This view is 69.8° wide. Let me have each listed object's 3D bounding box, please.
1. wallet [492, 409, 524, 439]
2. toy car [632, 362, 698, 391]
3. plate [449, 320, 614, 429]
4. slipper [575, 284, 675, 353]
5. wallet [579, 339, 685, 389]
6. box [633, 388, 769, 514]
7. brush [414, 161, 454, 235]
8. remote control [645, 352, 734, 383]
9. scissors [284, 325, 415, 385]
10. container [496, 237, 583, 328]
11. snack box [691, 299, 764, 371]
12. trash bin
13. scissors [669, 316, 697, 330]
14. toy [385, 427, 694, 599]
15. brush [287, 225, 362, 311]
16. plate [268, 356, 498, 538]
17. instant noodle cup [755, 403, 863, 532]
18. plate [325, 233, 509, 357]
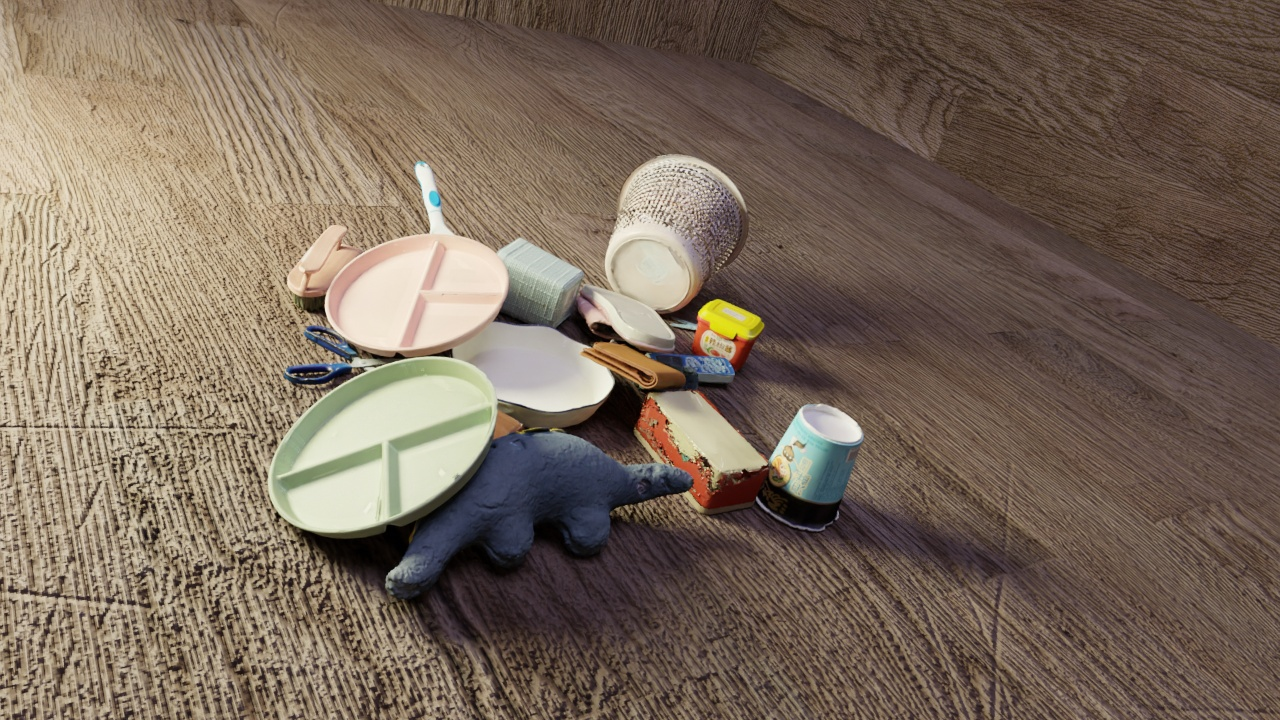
[{"bbox_3d":[-0.204,0.078,1.016,0.124,0.032,0.101,27,33,18],"label":"wallet"},{"bbox_3d":[0.033,0.024,1.237,0.090,0.043,0.034,9,-5,-6],"label":"toy car"},{"bbox_3d":[-0.137,0.019,1.144,0.205,0.046,0.204,13,28,-7],"label":"plate"},{"bbox_3d":[-0.025,-0.052,1.306,0.114,0.054,0.274,15,13,-23],"label":"slipper"},{"bbox_3d":[-0.007,0.007,1.154,0.108,0.031,0.131,26,6,16],"label":"wallet"},{"bbox_3d":[0.071,0.097,1.087,0.091,0.077,0.168,-3,34,-35],"label":"box"},{"bbox_3d":[-0.296,-0.183,1.344,0.060,0.110,0.314,-1,33,-26],"label":"brush"},{"bbox_3d":[0.069,0.012,1.293,0.125,0.024,0.049,4,30,-16],"label":"remote control"},{"bbox_3d":[-0.345,0.001,1.091,0.175,0.012,0.162,-13,40,-45],"label":"scissors"},{"bbox_3d":[-0.151,-0.105,1.315,0.111,0.090,0.090,26,29,8],"label":"container"},{"bbox_3d":[0.126,-0.035,1.351,0.091,0.080,0.081,25,30,14],"label":"snack box"},{"bbox_3d":[0.043,-0.185,1.460,0.227,0.228,0.191,21,41,5],"label":"trash bin"},{"bbox_3d":[0.110,-0.051,1.443,0.137,0.017,0.093,21,29,13],"label":"scissors"},{"bbox_3d":[-0.103,0.133,0.912,0.355,0.092,0.138,-10,51,-38],"label":"toy"},{"bbox_3d":[-0.419,-0.123,1.206,0.063,0.073,0.145,15,30,-5],"label":"brush"},{"bbox_3d":[-0.244,0.081,0.884,0.230,0.027,0.229,-10,39,8],"label":"plate"},{"bbox_3d":[0.201,0.119,1.075,0.111,0.121,0.111,14,28,-8],"label":"instant noodle cup"},{"bbox_3d":[-0.280,-0.083,1.161,0.229,0.028,0.229,-1,45,1],"label":"plate"}]
